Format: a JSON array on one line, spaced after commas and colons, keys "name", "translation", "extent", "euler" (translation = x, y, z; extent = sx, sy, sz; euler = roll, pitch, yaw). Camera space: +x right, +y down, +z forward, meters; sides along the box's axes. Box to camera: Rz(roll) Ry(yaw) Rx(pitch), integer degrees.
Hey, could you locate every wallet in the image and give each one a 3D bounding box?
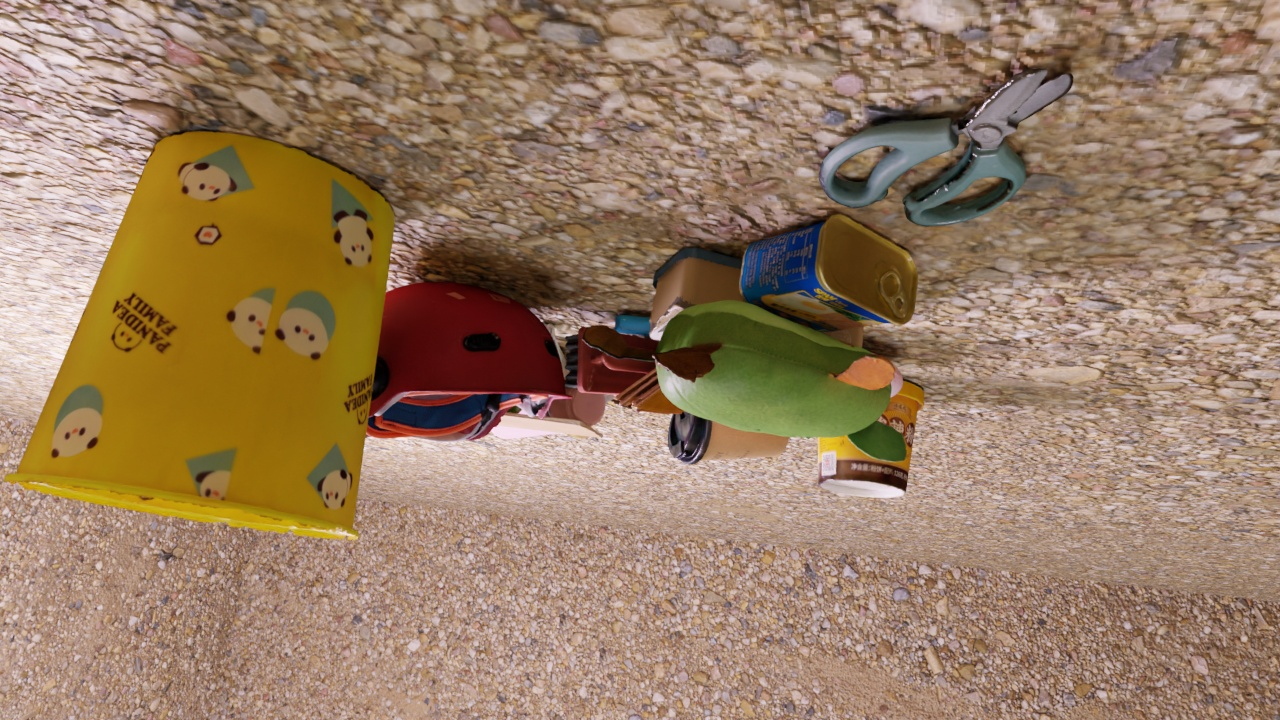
[{"name": "wallet", "translation": [0.042, 0.023, 0.892], "extent": [0.119, 0.035, 0.130], "euler": [-33, 162, 20]}]

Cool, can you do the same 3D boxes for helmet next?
[{"name": "helmet", "translation": [-0.178, -0.005, 0.848], "extent": [0.241, 0.144, 0.206], "euler": [-19, 166, 40]}]

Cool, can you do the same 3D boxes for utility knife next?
[{"name": "utility knife", "translation": [0.081, -0.026, 0.868], "extent": [0.218, 0.018, 0.034], "euler": [5, 176, 9]}]

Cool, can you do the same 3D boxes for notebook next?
[{"name": "notebook", "translation": [-0.158, 0.070, 1.086], "extent": [0.208, 0.008, 0.148], "euler": [6, 170, 9]}]

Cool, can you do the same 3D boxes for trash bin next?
[{"name": "trash bin", "translation": [-0.299, -0.011, 0.682], "extent": [0.229, 0.255, 0.230], "euler": [8, 164, 2]}]

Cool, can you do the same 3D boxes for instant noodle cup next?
[{"name": "instant noodle cup", "translation": [0.244, 0.085, 0.999], "extent": [0.118, 0.114, 0.118], "euler": [8, 164, 2]}]

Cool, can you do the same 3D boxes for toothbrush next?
[{"name": "toothbrush", "translation": [-0.095, -0.008, 1.027], "extent": [0.016, 0.016, 0.180], "euler": [14, 164, 7]}]

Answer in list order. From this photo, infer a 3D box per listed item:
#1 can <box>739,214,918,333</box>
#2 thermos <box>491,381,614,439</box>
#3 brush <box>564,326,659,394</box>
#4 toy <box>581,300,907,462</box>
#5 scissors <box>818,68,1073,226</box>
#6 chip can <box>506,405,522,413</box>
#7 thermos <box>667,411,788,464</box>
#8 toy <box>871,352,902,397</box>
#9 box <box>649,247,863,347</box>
[{"name": "can", "translation": [0.135, -0.058, 0.664], "extent": [0.102, 0.057, 0.083], "euler": [20, 163, -34]}, {"name": "thermos", "translation": [-0.118, 0.062, 1.212], "extent": [0.087, 0.067, 0.199], "euler": [-20, -175, -41]}, {"name": "brush", "translation": [-0.005, 0.005, 0.919], "extent": [0.069, 0.063, 0.145], "euler": [-6, 171, 42]}, {"name": "toy", "translation": [0.088, 0.009, 0.666], "extent": [0.246, 0.090, 0.227], "euler": [14, 175, -32]}, {"name": "scissors", "translation": [0.161, -0.119, 0.506], "extent": [0.143, 0.019, 0.180], "euler": [9, 166, -1]}, {"name": "chip can", "translation": [-0.241, 0.017, 1.085], "extent": [0.221, 0.072, 0.073], "euler": [7, 164, 4]}, {"name": "thermos", "translation": [0.106, 0.085, 1.127], "extent": [0.143, 0.093, 0.093], "euler": [7, 166, -23]}, {"name": "toy", "translation": [0.182, 0.016, 0.913], "extent": [0.121, 0.054, 0.160], "euler": [15, 171, -21]}, {"name": "box", "translation": [0.090, -0.037, 0.756], "extent": [0.184, 0.061, 0.090], "euler": [16, 162, -17]}]
